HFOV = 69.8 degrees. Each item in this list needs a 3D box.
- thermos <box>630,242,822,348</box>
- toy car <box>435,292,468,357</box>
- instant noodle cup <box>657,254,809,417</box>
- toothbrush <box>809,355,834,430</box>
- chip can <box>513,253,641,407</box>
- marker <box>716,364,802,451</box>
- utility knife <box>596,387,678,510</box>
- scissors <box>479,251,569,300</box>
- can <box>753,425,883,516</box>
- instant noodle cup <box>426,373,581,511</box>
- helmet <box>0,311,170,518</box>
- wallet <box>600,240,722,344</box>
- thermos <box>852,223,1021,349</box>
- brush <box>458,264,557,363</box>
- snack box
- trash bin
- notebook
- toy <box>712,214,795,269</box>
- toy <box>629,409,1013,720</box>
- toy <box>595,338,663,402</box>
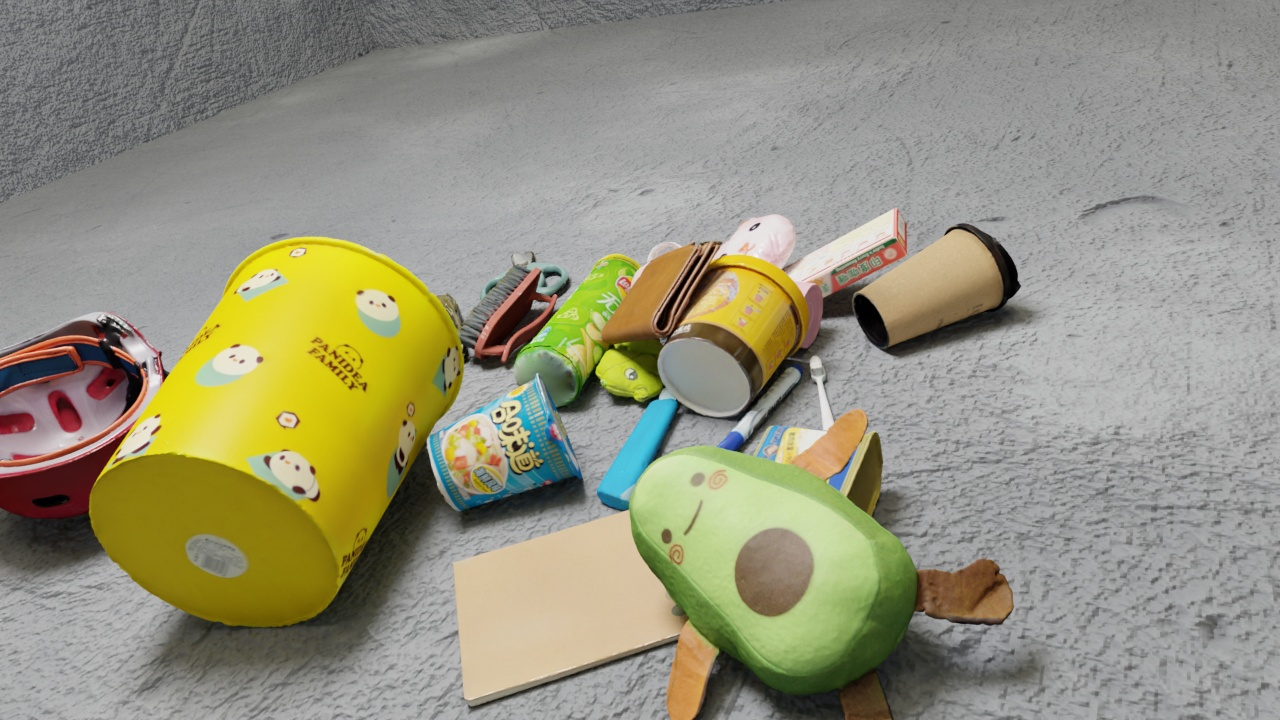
[{"bbox_3d":[0.087,-0.070,0.950,0.199,0.087,0.067,13,3,31],"label":"thermos"},{"bbox_3d":[-0.241,-0.035,1.076,0.070,0.042,0.158,-18,32,-9],"label":"toy car"},{"bbox_3d":[0.082,-0.018,0.847,0.119,0.118,0.114,6,42,30],"label":"instant noodle cup"},{"bbox_3d":[0.161,0.048,0.792,0.016,0.016,0.179,-14,29,12],"label":"toothbrush"},{"bbox_3d":[-0.058,-0.035,0.969,0.073,0.073,0.220,1,32,23],"label":"chip can"},{"bbox_3d":[0.108,0.045,0.820,0.017,0.017,0.145,10,36,35],"label":"marker"},{"bbox_3d":[0.012,0.058,0.829,0.034,0.018,0.217,1,33,23],"label":"utility knife"},{"bbox_3d":[-0.139,-0.115,1.200,0.143,0.019,0.179,-9,28,8],"label":"scissors"},{"bbox_3d":[0.125,0.095,0.678,0.083,0.057,0.101,4,38,30],"label":"can"},{"bbox_3d":[-0.119,0.076,0.783,0.110,0.099,0.099,-22,30,-2],"label":"instant noodle cup"},{"bbox_3d":[-0.558,0.075,0.906,0.206,0.144,0.240,-30,48,-28],"label":"helmet"},{"bbox_3d":[0.018,-0.069,0.876,0.119,0.035,0.131,-55,16,-15],"label":"wallet"},{"bbox_3d":[0.282,-0.068,0.885,0.143,0.093,0.093,-27,31,-9],"label":"thermos"},{"bbox_3d":[-0.148,-0.048,1.046,0.069,0.063,0.145,25,39,5],"label":"brush"},{"bbox_3d":[0.203,-0.100,0.961,0.156,0.027,0.076,-28,20,29],"label":"snack box"},{"bbox_3d":[-0.289,0.060,0.755,0.230,0.230,0.254,-6,35,12],"label":"trash bin"},{"bbox_3d":[-0.032,0.164,0.671,0.207,0.008,0.147,-16,29,-7],"label":"notebook"},{"bbox_3d":[0.117,-0.119,1.042,0.121,0.054,0.159,-44,17,5],"label":"toy"},{"bbox_3d":[0.088,0.131,0.574,0.247,0.090,0.226,28,75,33],"label":"toy"},{"bbox_3d":[-0.005,0.005,0.916,0.100,0.031,0.097,-22,43,-34],"label":"toy"}]
